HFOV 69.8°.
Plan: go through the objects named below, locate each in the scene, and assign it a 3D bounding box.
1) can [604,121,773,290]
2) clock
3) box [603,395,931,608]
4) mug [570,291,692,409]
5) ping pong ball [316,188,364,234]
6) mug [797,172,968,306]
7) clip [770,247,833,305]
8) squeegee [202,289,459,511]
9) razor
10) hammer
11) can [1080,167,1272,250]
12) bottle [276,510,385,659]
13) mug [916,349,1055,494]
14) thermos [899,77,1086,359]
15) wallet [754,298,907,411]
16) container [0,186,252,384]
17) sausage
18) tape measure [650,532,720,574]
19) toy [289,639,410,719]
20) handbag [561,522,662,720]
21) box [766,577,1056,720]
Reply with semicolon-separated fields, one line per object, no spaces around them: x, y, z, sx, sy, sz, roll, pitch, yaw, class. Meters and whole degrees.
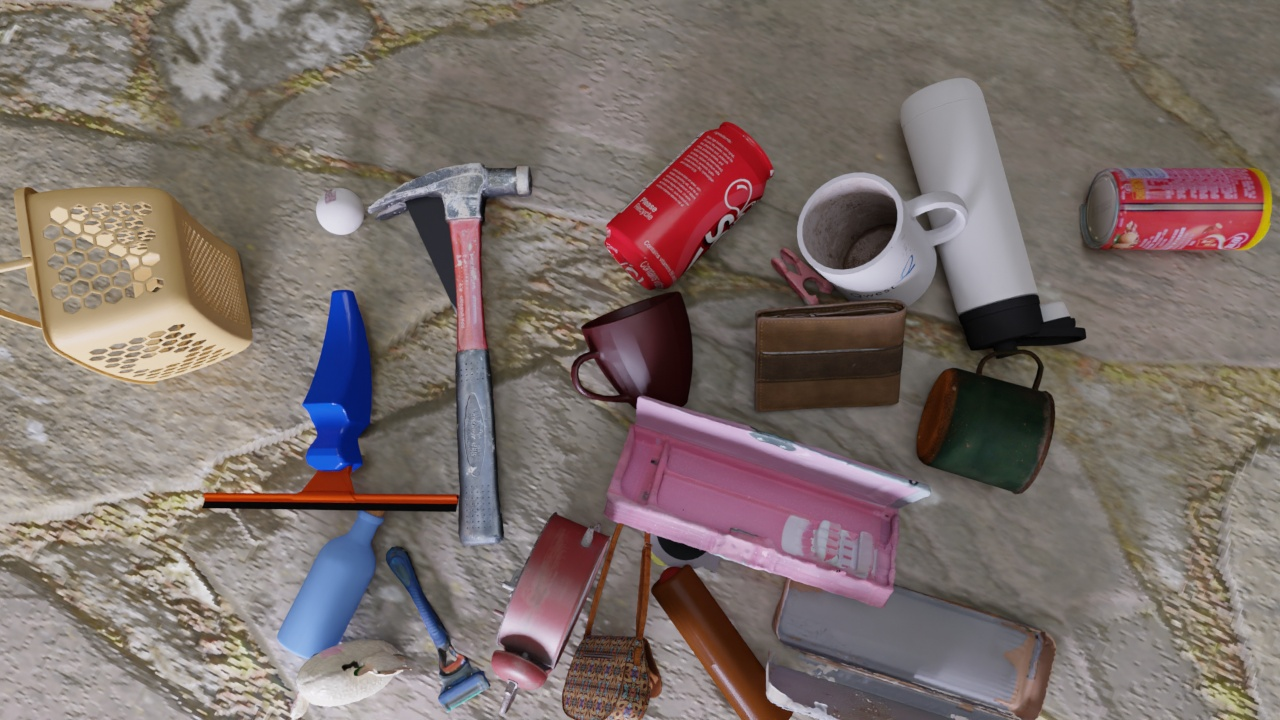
0.040;-0.128;0.770;0.142;0.074;0.074;-44;83;-4;can
-0.081;0.195;0.713;0.062;0.110;0.156;22;83;4;clock
0.097;0.093;0.708;0.232;0.107;0.099;18;42;4;box
-0.004;0.004;0.748;0.113;0.087;0.088;-25;100;-28;mug
-0.262;-0.130;0.802;0.040;0.040;0.040;0;82;2;ping pong ball
0.198;-0.098;0.725;0.120;0.096;0.083;-24;64;25;mug
0.135;-0.067;0.786;0.060;0.023;0.044;24;82;0;clip
-0.254;0.032;0.773;0.250;0.055;0.184;-3;82;20;squeegee
-0.173;0.217;0.762;0.044;0.018;0.141;-30;78;-1;razor
-0.153;-0.007;0.784;0.140;0.036;0.326;-5;82;0;hammer
0.439;-0.125;0.755;0.124;0.067;0.066;1;82;3;can
-0.247;0.177;0.755;0.048;0.048;0.131;25;84;6;bottle
0.275;0.041;0.728;0.081;0.085;0.111;16;99;6;mug
0.292;-0.118;0.765;0.101;0.069;0.229;-12;82;-12;thermos
0.152;-0.001;0.746;0.121;0.026;0.099;-4;127;2;wallet
-0.421;-0.050;0.728;0.167;0.183;0.129;-12;82;-7;container
0.065;0.231;0.734;0.040;0.040;0.155;-36;87;-3;sausage
0.040;0.143;0.762;0.065;0.017;0.064;14;83;4;tape measure
-0.227;0.247;0.725;0.112;0.087;0.050;-40;65;24;toy
-0.011;0.193;0.736;0.043;0.094;0.195;21;67;-26;handbag
0.210;0.234;0.703;0.217;0.096;0.114;16;79;4;box
